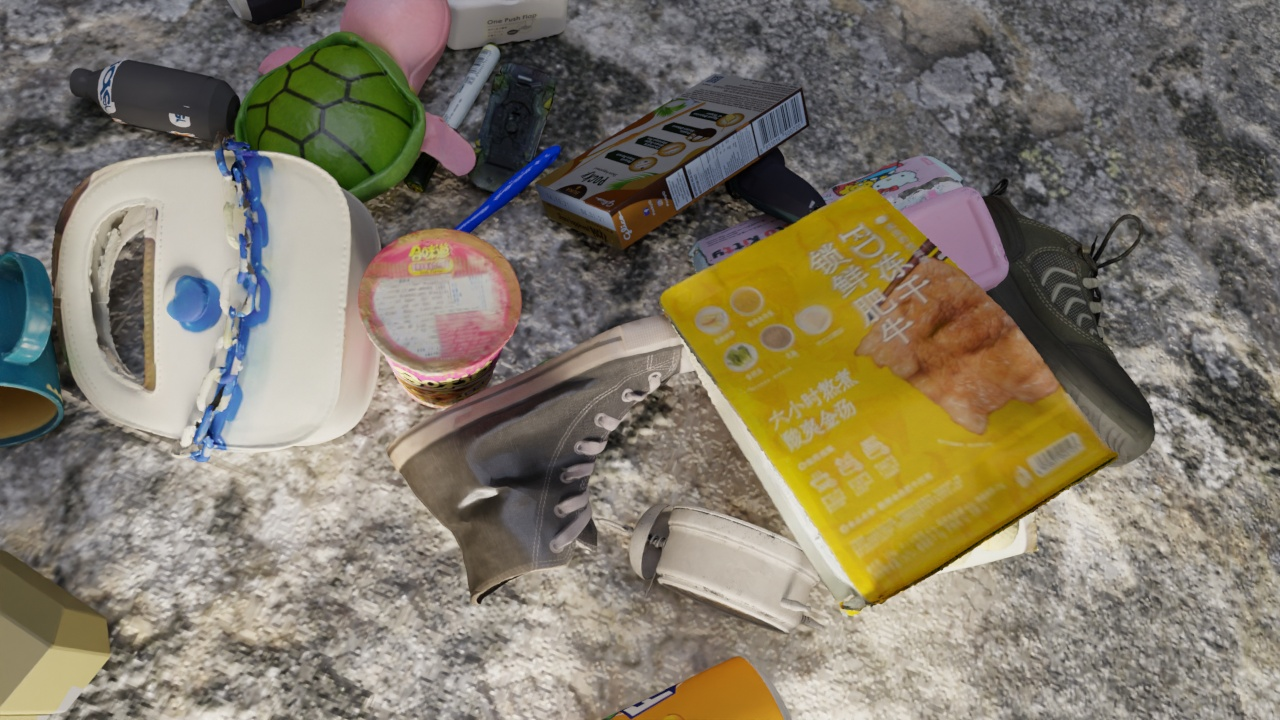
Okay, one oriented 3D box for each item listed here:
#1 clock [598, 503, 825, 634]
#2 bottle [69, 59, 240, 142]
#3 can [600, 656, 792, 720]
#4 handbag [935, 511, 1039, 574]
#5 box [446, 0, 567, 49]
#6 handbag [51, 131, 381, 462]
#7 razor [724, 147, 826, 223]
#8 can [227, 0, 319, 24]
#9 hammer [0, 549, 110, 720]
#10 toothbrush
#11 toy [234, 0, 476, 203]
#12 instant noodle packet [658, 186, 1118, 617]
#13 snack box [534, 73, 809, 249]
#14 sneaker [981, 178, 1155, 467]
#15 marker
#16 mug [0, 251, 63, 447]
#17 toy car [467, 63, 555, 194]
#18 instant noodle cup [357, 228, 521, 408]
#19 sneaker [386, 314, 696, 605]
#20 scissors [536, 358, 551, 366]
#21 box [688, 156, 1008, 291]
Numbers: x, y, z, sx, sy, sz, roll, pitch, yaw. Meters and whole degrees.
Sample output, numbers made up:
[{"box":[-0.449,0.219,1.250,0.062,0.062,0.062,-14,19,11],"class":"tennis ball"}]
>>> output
[{"box":[0.041,0.133,0.592,0.157,0.103,0.061,15,72,23],"class":"clock"},{"box":[-0.350,-0.189,0.662,0.112,0.047,0.047,10,68,-6],"class":"bottle"},{"box":[0.019,0.241,0.548,0.142,0.079,0.079,-20,74,-17],"class":"can"},{"box":[0.194,0.056,0.627,0.112,0.123,0.171,-13,71,1],"class":"handbag"},{"box":[-0.117,-0.318,0.738,0.107,0.076,0.102,-14,74,-17],"class":"box"},{"box":[-0.271,-0.038,0.571,0.199,0.093,0.200,1,90,-1],"class":"handbag"},{"box":[0.101,-0.131,0.684,0.047,0.143,0.052,36,99,-30],"class":"razor"},{"box":[-0.263,-0.313,0.715,0.127,0.064,0.064,-31,78,-19],"class":"can"},{"box":[-0.374,0.155,0.377,0.100,0.326,0.189,32,67,3],"class":"hammer"},{"box":[-0.128,-0.101,0.672,0.182,0.016,0.018,-43,77,-12],"class":"toothbrush"},{"box":[-0.213,-0.182,0.663,0.190,0.088,0.237,30,76,13],"class":"toy"},{"box":[0.133,0.013,0.543,0.163,0.084,0.221,-29,71,-8],"class":"instant noodle packet"},{"box":[0.024,-0.156,0.692,0.185,0.032,0.101,-36,38,-20],"class":"snack box"},{"box":[0.317,-0.041,0.698,0.142,0.101,0.238,-31,71,-13],"class":"sneaker"},{"box":[-0.144,-0.192,0.716,0.017,0.017,0.146,23,68,-1],"class":"marker"},{"box":[-0.397,-0.017,0.561,0.112,0.084,0.104,-32,64,22],"class":"mug"},{"box":[-0.100,-0.176,0.710,0.048,0.033,0.105,17,81,-6],"class":"toy car"},{"box":[-0.130,-0.018,0.603,0.097,0.109,0.097,3,69,-9],"class":"instant noodle cup"},{"box":[-0.031,0.055,0.591,0.234,0.095,0.120,-26,82,-12],"class":"sneaker"},{"box":[-0.003,0.000,0.671,0.175,0.033,0.078,-29,75,-23],"class":"scissors"},{"box":[0.141,-0.080,0.653,0.201,0.073,0.149,-21,59,4],"class":"box"}]
